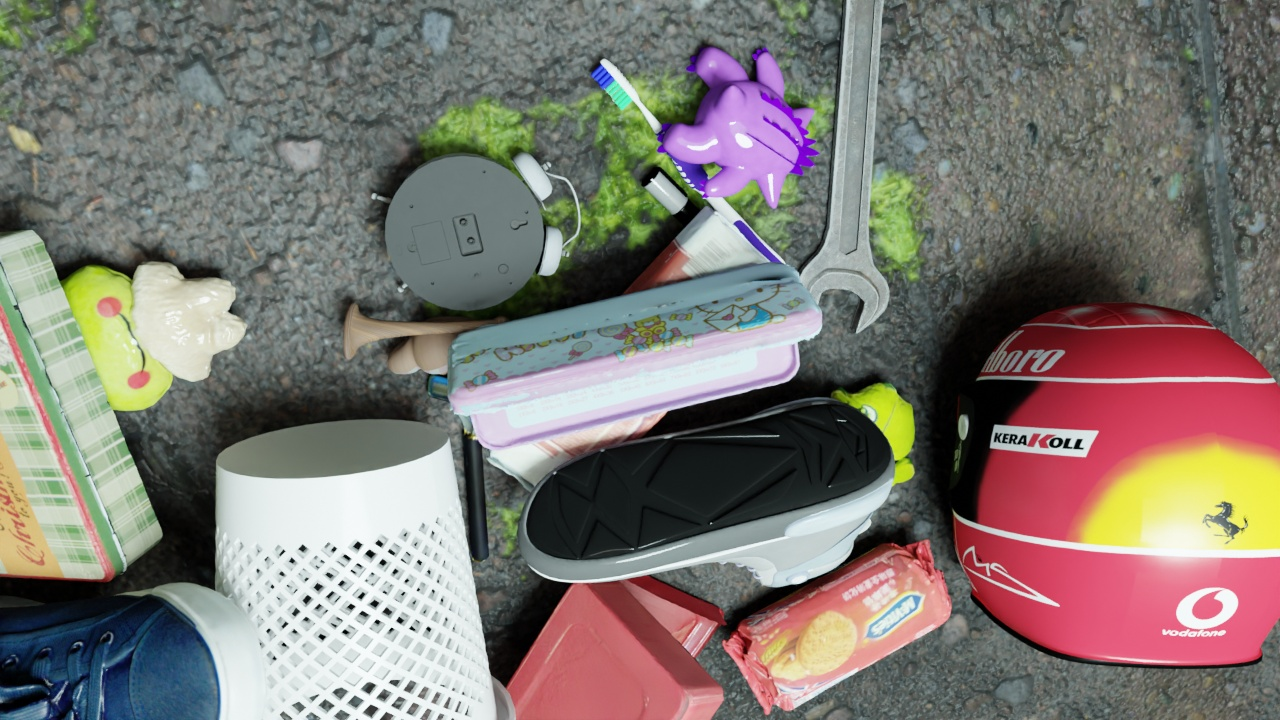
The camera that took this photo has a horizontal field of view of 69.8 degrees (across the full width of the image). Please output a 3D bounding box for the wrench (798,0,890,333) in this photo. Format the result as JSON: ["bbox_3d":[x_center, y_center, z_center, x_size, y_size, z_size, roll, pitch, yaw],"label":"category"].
[{"bbox_3d":[0.143,-0.149,0.614,0.070,0.010,0.274,-4,110,-11],"label":"wrench"}]

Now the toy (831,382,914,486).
[{"bbox_3d":[0.170,0.061,0.684,0.094,0.036,0.094,24,111,-17],"label":"toy"}]

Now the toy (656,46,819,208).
[{"bbox_3d":[0.068,-0.145,0.573,0.088,0.056,0.106,27,81,-30],"label":"toy"}]

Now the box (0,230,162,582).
[{"bbox_3d":[-0.362,0.030,0.523,0.118,0.049,0.206,0,115,20],"label":"box"}]

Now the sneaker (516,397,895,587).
[{"bbox_3d":[0.047,0.122,0.640,0.256,0.093,0.161,-14,139,-10],"label":"sneaker"}]

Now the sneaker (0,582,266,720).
[{"bbox_3d":[-0.339,0.172,0.495,0.295,0.127,0.120,-6,86,23],"label":"sneaker"}]

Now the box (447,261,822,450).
[{"bbox_3d":[-0.001,0.007,0.541,0.214,0.092,0.089,-13,115,-3],"label":"box"}]

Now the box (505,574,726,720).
[{"bbox_3d":[-0.021,0.248,0.644,0.151,0.165,0.157,28,101,-15],"label":"box"}]

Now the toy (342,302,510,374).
[{"bbox_3d":[-0.132,-0.011,0.586,0.102,0.041,0.055,-2,149,-2],"label":"toy"}]

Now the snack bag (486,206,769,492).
[{"bbox_3d":[-0.004,0.004,0.613,0.077,0.041,0.225,39,104,-23],"label":"snack bag"}]

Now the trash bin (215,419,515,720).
[{"bbox_3d":[-0.180,0.149,0.568,0.195,0.195,0.200,-3,101,-11],"label":"trash bin"}]

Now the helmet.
[{"bbox_3d":[0.314,0.074,0.620,0.198,0.271,0.224,0,89,2],"label":"helmet"}]

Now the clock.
[{"bbox_3d":[-0.098,-0.084,0.572,0.122,0.035,0.094,-14,112,-8],"label":"clock"}]

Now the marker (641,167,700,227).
[{"bbox_3d":[0.055,-0.076,0.618,0.140,0.016,0.016,41,97,-22],"label":"marker"}]

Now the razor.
[{"bbox_3d":[-0.117,0.076,0.635,0.022,0.043,0.144,-34,129,-48],"label":"razor"}]

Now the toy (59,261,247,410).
[{"bbox_3d":[-0.296,-0.016,0.547,0.118,0.043,0.092,-13,110,-4],"label":"toy"}]

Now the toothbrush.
[{"bbox_3d":[0.035,-0.121,0.598,0.016,0.015,0.186,-41,113,9],"label":"toothbrush"}]

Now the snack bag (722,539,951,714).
[{"bbox_3d":[0.156,0.205,0.713,0.176,0.082,0.082,-28,113,-1],"label":"snack bag"}]
